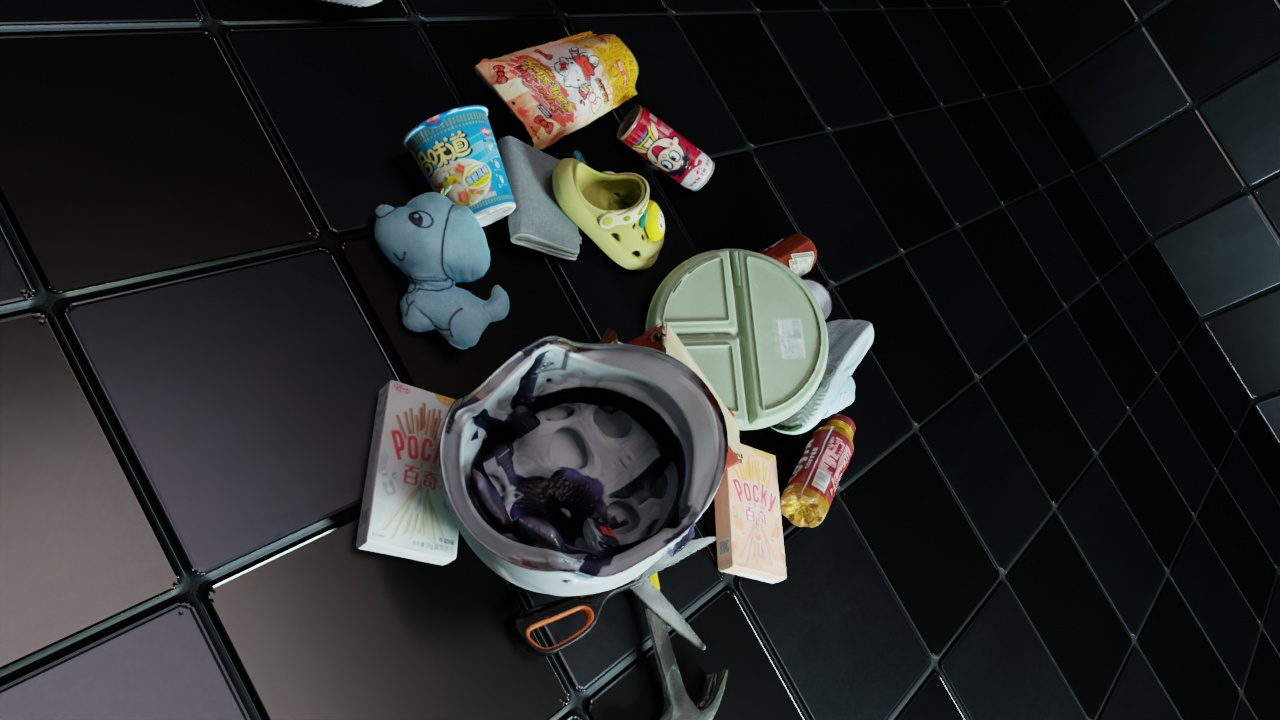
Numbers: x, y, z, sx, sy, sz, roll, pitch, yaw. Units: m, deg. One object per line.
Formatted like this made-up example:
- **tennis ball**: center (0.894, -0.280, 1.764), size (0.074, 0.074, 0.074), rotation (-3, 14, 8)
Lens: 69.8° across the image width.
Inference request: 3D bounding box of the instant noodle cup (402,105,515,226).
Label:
- **instant noodle cup**: center (-0.187, -0.200, 0.980), size (0.099, 0.099, 0.110), rotation (-24, 92, -46)

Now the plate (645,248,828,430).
- **plate**: center (0.120, -0.031, 1.107), size (0.230, 0.027, 0.230), rotation (2, 76, -8)

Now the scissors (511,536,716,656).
- **scissors**: center (-0.029, 0.199, 0.890), size (0.229, 0.022, 0.220), rotation (-19, 66, -27)

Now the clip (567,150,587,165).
- **clip**: center (-0.072, -0.234, 1.144), size (0.014, 0.046, 0.057), rotation (-31, 91, -49)

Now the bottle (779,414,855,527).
- **bottle**: center (0.230, 0.134, 1.163), size (0.057, 0.058, 0.174), rotation (48, 44, -9)

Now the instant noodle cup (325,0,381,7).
- **instant noodle cup**: center (-0.353, -0.451, 1.001), size (0.173, 0.061, 0.138), rotation (-6, 70, -44)

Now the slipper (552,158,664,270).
- **slipper**: center (-0.024, -0.178, 1.089), size (0.190, 0.082, 0.091), rotation (33, 47, -45)

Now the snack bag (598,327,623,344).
- **snack bag**: center (-0.006, 0.006, 1.050), size (0.104, 0.026, 0.048), rotation (32, 89, -24)

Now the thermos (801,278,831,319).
- **thermos**: center (0.175, -0.039, 1.214), size (0.223, 0.073, 0.073), rotation (-33, 89, -46)

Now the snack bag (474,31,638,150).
- **snack bag**: center (-0.099, -0.353, 1.171), size (0.207, 0.073, 0.128), rotation (-36, 92, -39)

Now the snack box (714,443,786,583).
- **snack box**: center (0.126, 0.175, 1.072), size (0.084, 0.026, 0.157), rotation (20, 54, -32)

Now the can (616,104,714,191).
- **can**: center (0.035, -0.286, 1.244), size (0.132, 0.053, 0.053), rotation (31, 49, -24)

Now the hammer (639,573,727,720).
- **hammer**: center (0.004, 0.219, 0.937), size (0.126, 0.032, 0.323), rotation (1, 65, -41)

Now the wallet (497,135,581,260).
- **wallet**: center (-0.118, -0.184, 1.062), size (0.106, 0.037, 0.129), rotation (15, 57, -49)

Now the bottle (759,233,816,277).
- **bottle**: center (0.171, -0.118, 1.262), size (0.205, 0.060, 0.060), rotation (-33, 89, -43)

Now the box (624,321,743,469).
- **box**: center (0.052, 0.043, 1.007), size (0.168, 0.078, 0.091), rotation (54, 19, -24)

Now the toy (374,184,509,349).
- **toy**: center (-0.200, -0.099, 0.920), size (0.161, 0.050, 0.156), rotation (20, 73, -4)

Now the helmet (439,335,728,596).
- **helmet**: center (-0.055, 0.108, 0.836), size (0.257, 0.146, 0.229), rotation (-32, 70, -35)

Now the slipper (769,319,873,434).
- **slipper**: center (0.237, 0.025, 1.207), size (0.244, 0.104, 0.074), rotation (-44, 124, -40)

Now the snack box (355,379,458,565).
- **snack box**: center (-0.203, 0.101, 0.831), size (0.084, 0.027, 0.156), rotation (20, 55, -31)
